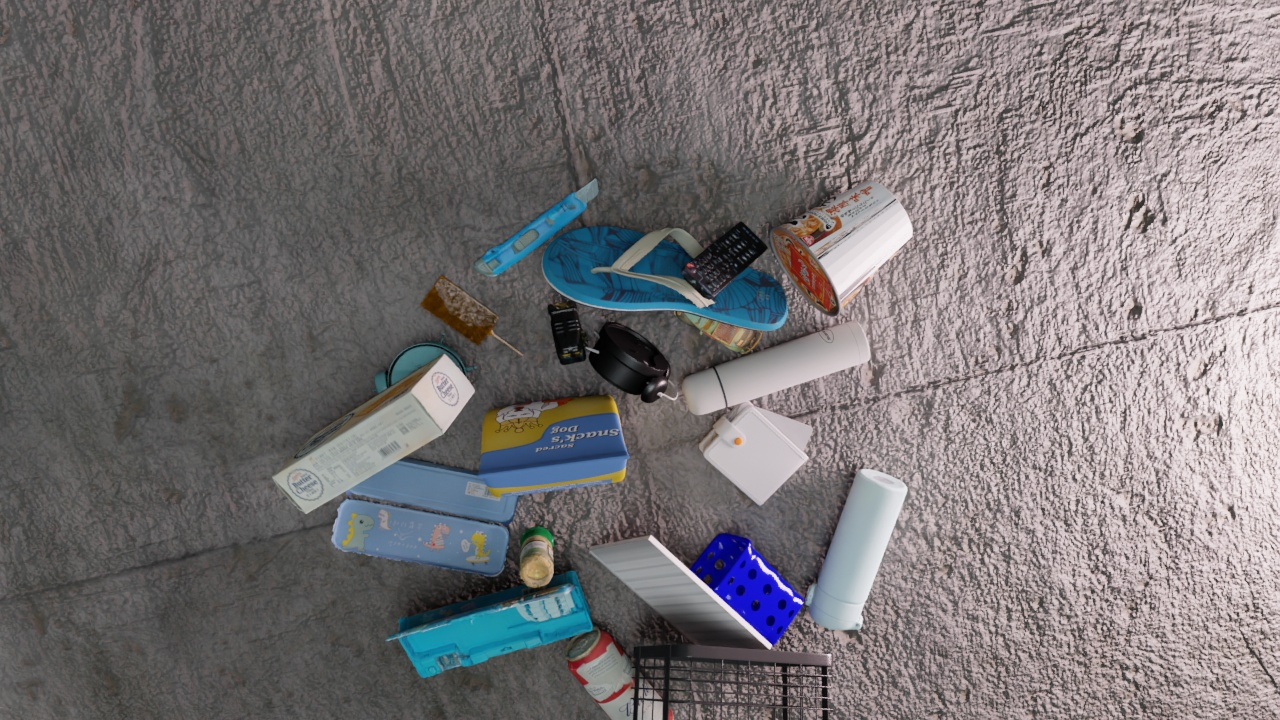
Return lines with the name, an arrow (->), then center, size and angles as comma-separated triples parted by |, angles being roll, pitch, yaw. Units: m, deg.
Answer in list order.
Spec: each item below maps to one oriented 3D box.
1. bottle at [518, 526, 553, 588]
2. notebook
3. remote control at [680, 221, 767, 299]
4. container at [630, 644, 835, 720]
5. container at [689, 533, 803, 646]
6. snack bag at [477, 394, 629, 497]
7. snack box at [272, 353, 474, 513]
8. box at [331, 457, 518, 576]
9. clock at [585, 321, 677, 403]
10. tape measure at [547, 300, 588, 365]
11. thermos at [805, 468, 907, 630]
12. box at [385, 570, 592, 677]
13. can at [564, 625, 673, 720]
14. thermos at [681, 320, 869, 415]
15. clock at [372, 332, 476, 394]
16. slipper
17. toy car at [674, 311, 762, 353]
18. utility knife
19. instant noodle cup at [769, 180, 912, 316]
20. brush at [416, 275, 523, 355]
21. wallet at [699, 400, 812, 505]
bottle -> -0.123, 0.235, 1.096 | 0.043, 0.111, 0.043 | -1, 98, -6
notebook -> 0.045, 0.291, 1.129 | 0.210, 0.143, 0.009 | 44, 56, -14
remote control -> 0.093, -0.110, 1.024 | 0.047, 0.149, 0.022 | 45, 131, 3
container -> 0.108, 0.418, 1.106 | 0.241, 0.163, 0.130 | 10, 69, -19
container -> 0.129, 0.287, 1.144 | 0.113, 0.085, 0.085 | 47, 71, -16
snack bag -> -0.095, 0.100, 1.014 | 0.159, 0.205, 0.102 | -7, 94, -5
snack box -> -0.288, 0.079, 0.995 | 0.208, 0.104, 0.057 | -29, 106, 20
box -> -0.259, 0.185, 1.114 | 0.209, 0.034, 0.127 | 12, 92, -9
clock -> -0.006, 0.006, 1.063 | 0.120, 0.091, 0.043 | 34, 108, -7
tape measure -> -0.081, -0.027, 1.059 | 0.038, 0.063, 0.067 | -13, 67, -3
thermos -> 0.273, 0.244, 1.166 | 0.078, 0.065, 0.207 | 20, 103, 13
box -> -0.183, 0.309, 1.108 | 0.227, 0.071, 0.182 | -15, 148, -1
can -> -0.027, 0.421, 1.179 | 0.067, 0.067, 0.170 | -35, 105, 3
thermos -> 0.160, 0.011, 1.100 | 0.224, 0.052, 0.052 | -18, 105, -1
clock -> -0.255, 0.030, 1.062 | 0.124, 0.053, 0.090 | -40, 104, 5
slipper -> 0.038, -0.102, 1.029 | 0.294, 0.118, 0.060 | 11, 142, -14
toy car -> 0.095, -0.044, 1.082 | 0.112, 0.047, 0.047 | 28, 103, -12
utility knife -> -0.117, -0.150, 1.051 | 0.175, 0.015, 0.031 | -37, 109, 3
instant noodle cup -> 0.233, -0.135, 1.044 | 0.121, 0.123, 0.123 | -36, 105, -6
brush -> -0.192, -0.044, 1.068 | 0.126, 0.017, 0.048 | 36, 98, -13
wallet -> 0.148, 0.103, 1.132 | 0.118, 0.037, 0.115 | 42, 97, -17
